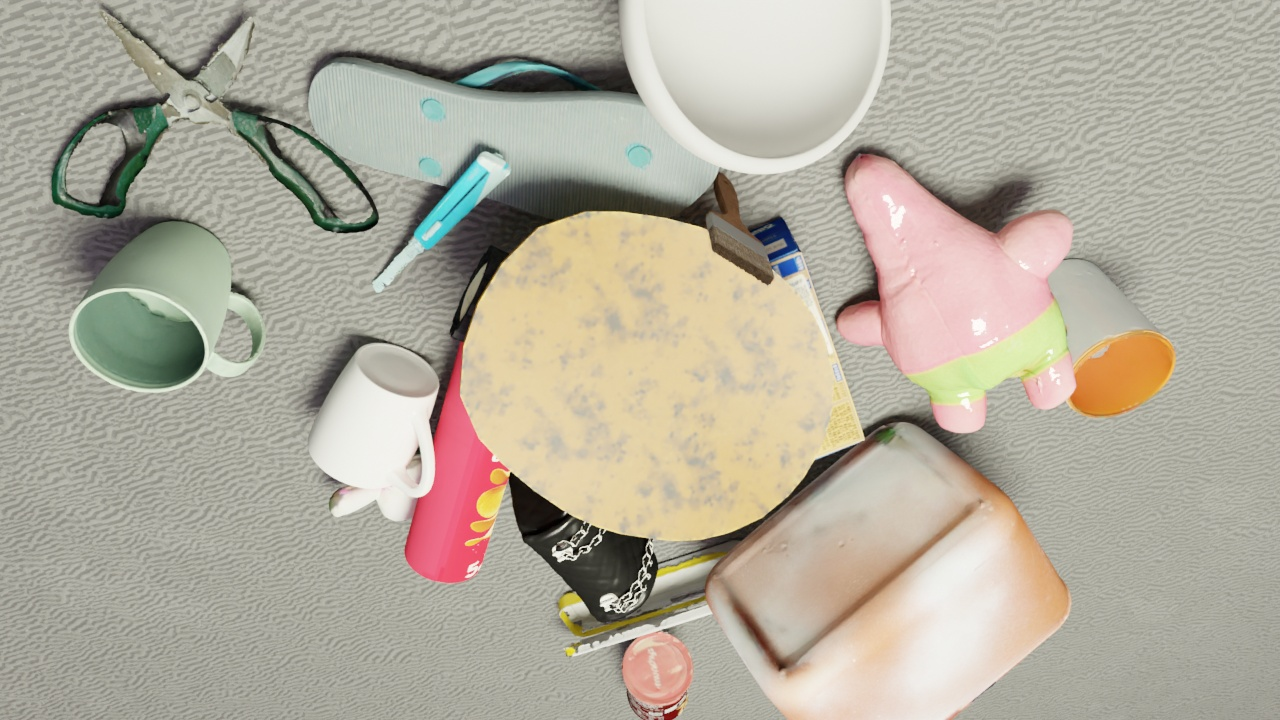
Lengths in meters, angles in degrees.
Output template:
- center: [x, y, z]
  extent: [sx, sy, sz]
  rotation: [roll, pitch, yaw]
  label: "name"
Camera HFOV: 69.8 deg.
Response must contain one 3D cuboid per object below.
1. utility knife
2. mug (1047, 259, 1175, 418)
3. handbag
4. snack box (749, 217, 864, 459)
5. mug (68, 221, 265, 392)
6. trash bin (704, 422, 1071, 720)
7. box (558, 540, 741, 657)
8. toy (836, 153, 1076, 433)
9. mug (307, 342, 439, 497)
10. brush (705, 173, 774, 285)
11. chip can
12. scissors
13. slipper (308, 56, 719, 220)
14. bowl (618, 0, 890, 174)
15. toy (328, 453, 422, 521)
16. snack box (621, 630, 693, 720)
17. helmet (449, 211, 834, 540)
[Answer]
- center: [-0.143, -0.089, 0.638]
  extent: [0.022, 0.015, 0.177]
  rotation: [37, 135, -18]
  label: "utility knife"
- center: [0.351, -0.019, 0.722]
  extent: [0.082, 0.105, 0.082]
  rotation: [-4, 128, -5]
  label: "mug"
- center: [-0.031, 0.136, 0.784]
  extent: [0.115, 0.125, 0.154]
  rotation: [-23, 127, 11]
  label: "handbag"
- center: [0.123, -0.012, 0.732]
  extent: [0.056, 0.057, 0.207]
  rotation: [-21, 127, 8]
  label: "snack box"
- center: [-0.312, -0.034, 0.629]
  extent: [0.111, 0.103, 0.084]
  rotation: [35, 116, -28]
  label: "mug"
- center: [0.207, 0.198, 0.798]
  extent: [0.259, 0.181, 0.157]
  rotation: [-39, 122, 0]
  label: "trash bin"
- center: [0.021, 0.246, 0.927]
  extent: [0.210, 0.070, 0.067]
  rotation: [-19, 149, 7]
  label: "box"
- center: [0.225, -0.055, 0.685]
  extent: [0.193, 0.096, 0.237]
  rotation: [-27, 108, 37]
  label: "toy"
- center: [-0.194, 0.051, 0.711]
  extent: [0.080, 0.114, 0.088]
  rotation: [-13, 140, -57]
  label: "mug"
- center: [0.061, -0.094, 0.603]
  extent: [0.045, 0.142, 0.008]
  rotation: [30, 117, -17]
  label: "brush"
- center: [-0.135, 0.076, 0.739]
  extent: [0.069, 0.069, 0.221]
  rotation: [12, 117, -16]
  label: "chip can"
- center: [-0.280, -0.129, 0.606]
  extent: [0.202, 0.015, 0.203]
  rotation: [-37, 120, 26]
  label: "scissors"
- center: [-0.081, -0.148, 0.611]
  extent: [0.269, 0.054, 0.098]
  rotation: [8, 131, 1]
  label: "slipper"
- center: [0.060, -0.200, 0.548]
  extent: [0.176, 0.066, 0.176]
  rotation: [-4, 101, -25]
  label: "bowl"
- center: [-0.206, 0.110, 0.798]
  extent: [0.122, 0.038, 0.079]
  rotation: [24, 108, -34]
  label: "toy"
- center: [0.018, 0.334, 0.958]
  extent: [0.072, 0.072, 0.121]
  rotation: [-6, 150, -2]
  label: "snack box"
- center: [-0.004, 0.004, 0.646]
  extent: [0.255, 0.131, 0.205]
  rotation: [25, 94, -18]
  label: "helmet"
